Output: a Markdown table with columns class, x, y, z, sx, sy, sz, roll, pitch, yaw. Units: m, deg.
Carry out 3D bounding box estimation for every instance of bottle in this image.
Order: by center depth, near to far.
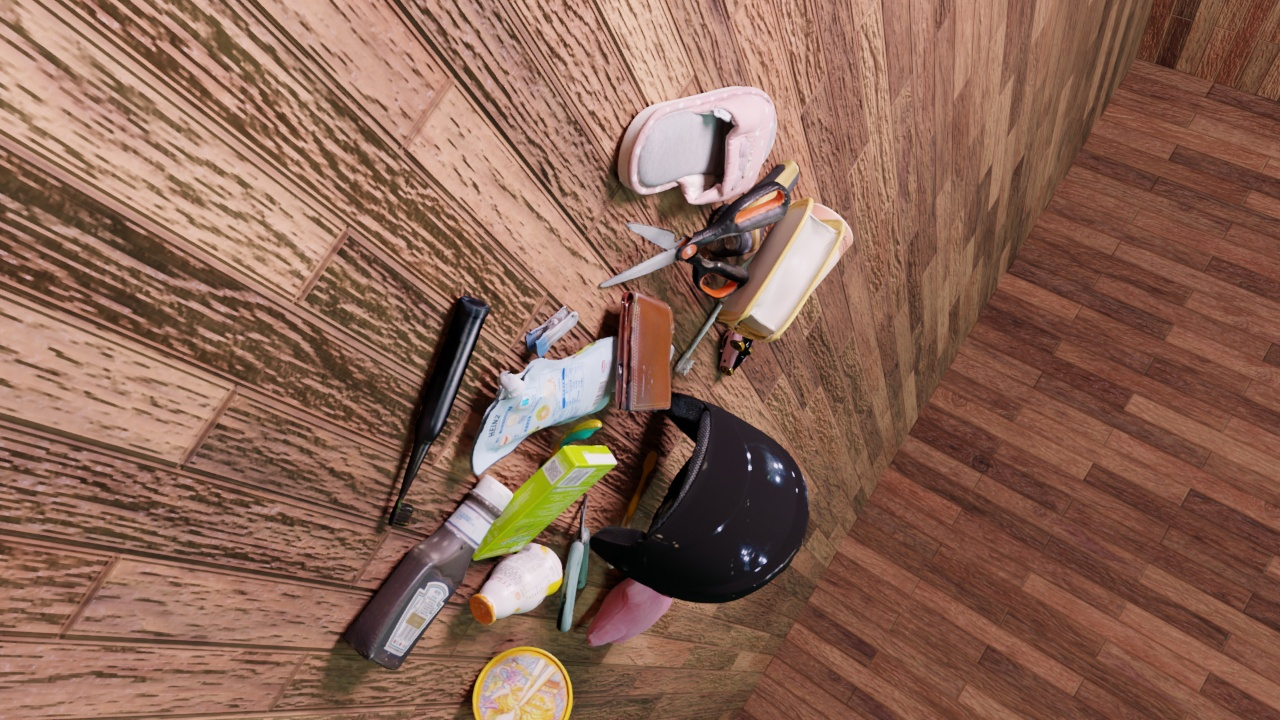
| class | x | y | z | sx | sy | sz | roll | pitch | yaw |
| --- | --- | --- | --- | --- | --- | --- | --- | --- | --- |
| bottle | -0.192 | 0.195 | 0.863 | 0.194 | 0.044 | 0.080 | -53 | 155 | -16 |
| bottle | -0.136 | 0.245 | 0.997 | 0.108 | 0.063 | 0.063 | -27 | 140 | -50 |

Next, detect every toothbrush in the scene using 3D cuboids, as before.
| class | x | y | z | sx | sy | sz | roll | pitch | yaw |
| --- | --- | --- | --- | --- | --- | --- | --- | --- | --- |
| toothbrush | -0.171 | 0.048 | 0.760 | 0.027 | 0.026 | 0.213 | 15 | 108 | -25 |
| toothbrush | 0.098 | -0.057 | 1.163 | 0.180 | 0.016 | 0.016 | -56 | 167 | -10 |
| toothbrush | -0.011 | 0.204 | 1.246 | 0.018 | 0.016 | 0.192 | -27 | 140 | -63 |

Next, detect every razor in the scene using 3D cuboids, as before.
| class | x | y | z | sx | sy | sz | roll | pitch | yaw |
| --- | --- | --- | --- | --- | --- | --- | --- | --- | --- |
| razor | -0.070 | 0.088 | 0.945 | 0.043 | 0.028 | 0.133 | -27 | 167 | -35 |
| razor | 0.136 | -0.182 | 1.067 | 0.167 | 0.062 | 0.067 | -50 | 123 | -33 |

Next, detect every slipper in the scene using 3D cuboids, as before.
| class | x | y | z | sx | sy | sz | roll | pitch | yaw |
| --- | --- | --- | --- | --- | --- | --- | --- | --- | --- |
| slipper | 0.075 | -0.210 | 0.907 | 0.273 | 0.054 | 0.114 | -21 | 135 | -52 |

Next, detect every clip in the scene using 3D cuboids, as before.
| class | x | y | z | sx | sy | sz | roll | pitch | yaw |
| --- | --- | --- | --- | --- | --- | --- | --- | --- | --- |
| clip | -0.082 | -0.029 | 0.856 | 0.057 | 0.036 | 0.026 | -43 | 148 | -26 |

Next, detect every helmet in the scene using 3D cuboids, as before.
| class | x | y | z | sx | sy | sz | roll | pitch | yaw |
| --- | --- | --- | --- | --- | --- | --- | --- | --- | --- |
| helmet | 0.082 | 0.184 | 1.129 | 0.233 | 0.230 | 0.275 | -60 | 172 | -17 |

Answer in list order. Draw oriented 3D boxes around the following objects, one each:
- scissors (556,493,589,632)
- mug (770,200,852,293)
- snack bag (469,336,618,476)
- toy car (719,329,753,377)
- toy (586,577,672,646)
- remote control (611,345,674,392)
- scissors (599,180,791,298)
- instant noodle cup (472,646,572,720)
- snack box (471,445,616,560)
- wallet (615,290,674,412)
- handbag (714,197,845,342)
| class | x | y | z | sx | sy | sz | roll | pitch | yaw |
| --- | --- | --- | --- | --- | --- | --- | --- | --- | --- |
| scissors | -0.077 | 0.253 | 1.097 | 0.170 | 0.019 | 0.171 | 92 | 5 | -56 |
| mug | 0.211 | -0.152 | 1.210 | 0.105 | 0.082 | 0.114 | -50 | 127 | -16 |
| snack bag | -0.089 | 0.037 | 0.886 | 0.190 | 0.039 | 0.110 | -22 | 147 | -55 |
| toy car | 0.132 | -0.023 | 1.245 | 0.056 | 0.037 | 0.123 | -44 | 163 | -26 |
| toy | -0.014 | 0.367 | 1.355 | 0.194 | 0.074 | 0.179 | -15 | 140 | -53 |
| remote control | -0.006 | 0.006 | 1.031 | 0.135 | 0.020 | 0.056 | -5 | 122 | -60 |
| scissors | 0.064 | -0.112 | 0.948 | 0.221 | 0.021 | 0.228 | -35 | 150 | -3 |
| instant noodle cup | -0.141 | 0.426 | 1.136 | 0.118 | 0.118 | 0.115 | -49 | 162 | -23 |
| snack box | -0.102 | 0.144 | 0.932 | 0.157 | 0.026 | 0.085 | -44 | 159 | 18 |
| wallet | 0.004 | -0.008 | 0.963 | 0.101 | 0.032 | 0.124 | 1 | 91 | -67 |
| handbag | 0.153 | -0.102 | 1.076 | 0.163 | 0.063 | 0.179 | -57 | -167 | -2 |
